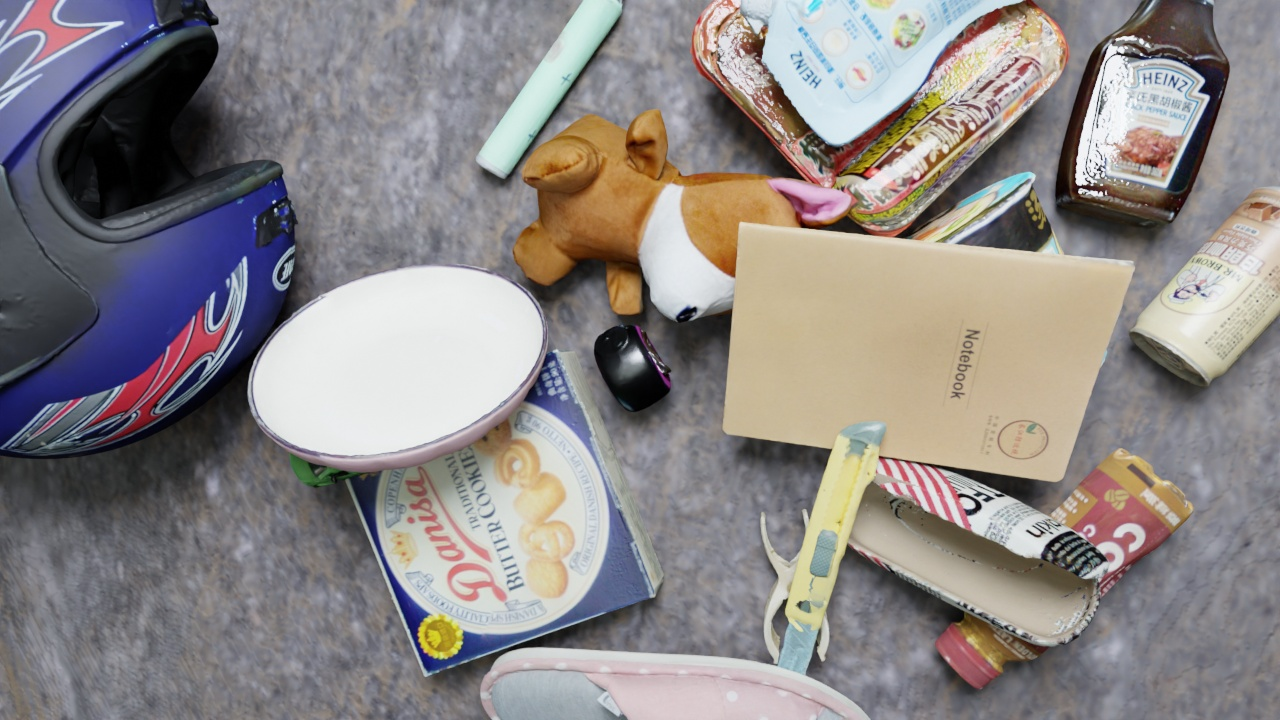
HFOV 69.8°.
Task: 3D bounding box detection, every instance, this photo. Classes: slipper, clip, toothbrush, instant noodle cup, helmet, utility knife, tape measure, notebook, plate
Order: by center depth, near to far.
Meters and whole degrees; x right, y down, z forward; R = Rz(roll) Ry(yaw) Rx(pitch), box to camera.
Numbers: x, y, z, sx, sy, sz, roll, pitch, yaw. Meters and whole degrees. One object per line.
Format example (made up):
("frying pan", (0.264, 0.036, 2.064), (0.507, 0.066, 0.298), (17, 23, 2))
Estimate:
("notebook", (0.155, -0.003, 0.536), (0.208, 0.008, 0.148), (8, 123, 11))
("instant noodle cup", (0.221, -0.035, 0.567), (0.111, 0.111, 0.120), (-34, 96, 9))
("instant noodle cup", (0.142, -0.190, 0.577), (0.164, 0.079, 0.189), (-44, 87, 8))
("helmet", (-0.343, -0.081, 0.581), (0.315, 0.247, 0.240), (-43, 112, 5))
("utility knife", (0.117, 0.128, 0.585), (0.031, 0.021, 0.199), (18, 112, 19))
("plate", (-0.154, 0.006, 0.602), (0.192, 0.192, 0.039), (1, 131, 9))
("slipper", (0.020, 0.250, 0.615), (0.274, 0.054, 0.114), (6, 123, 11))
("tape measure", (-0.004, 0.004, 0.621), (0.039, 0.057, 0.058), (-29, 80, 8))
("clip", (0.115, 0.154, 0.622), (0.082, 0.034, 0.104), (9, 92, 10))
("toothbrush", (-0.041, -0.222, 0.630), (0.224, 0.027, 0.026), (-53, 48, 8))

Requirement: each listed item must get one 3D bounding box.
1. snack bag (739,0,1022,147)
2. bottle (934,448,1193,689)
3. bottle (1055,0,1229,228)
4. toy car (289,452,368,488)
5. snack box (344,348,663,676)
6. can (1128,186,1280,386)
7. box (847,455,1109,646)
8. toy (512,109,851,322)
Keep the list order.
("snack bag", (0.152, -0.217, 0.516), (0.191, 0.039, 0.110), (-37, 95, 6))
("bottle", (0.264, 0.136, 0.585), (0.057, 0.057, 0.175), (43, 98, 5))
("bottle", (0.321, -0.184, 0.568), (0.080, 0.044, 0.195), (16, 94, 7))
("toy car", (-0.197, 0.058, 0.622), (0.091, 0.036, 0.043), (-17, 89, 13))
("snack box", (-0.100, 0.108, 0.648), (0.183, 0.045, 0.178), (-22, 89, 9))
("can", (0.362, -0.045, 0.560), (0.058, 0.058, 0.116), (40, 98, 5))
("box", (0.198, 0.116, 0.568), (0.163, 0.076, 0.087), (21, 107, 37))
("toy", (0.021, -0.081, 0.584), (0.199, 0.140, 0.130), (17, 55, 0))
